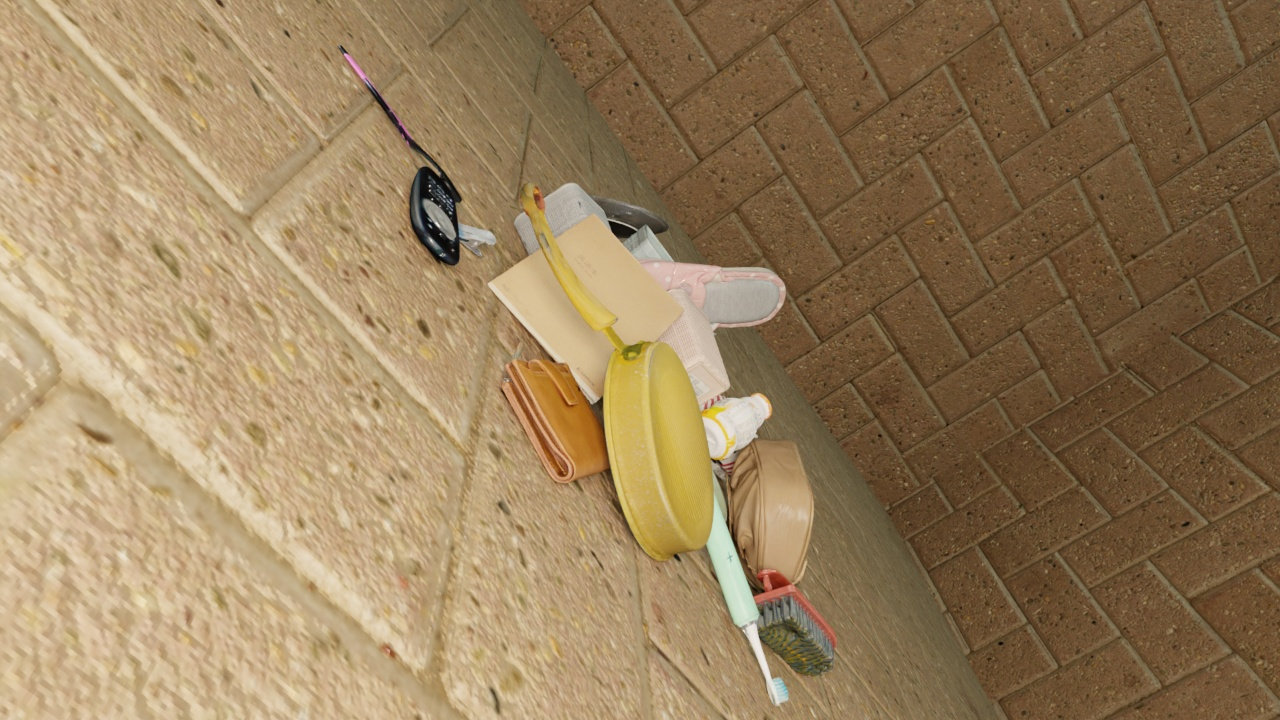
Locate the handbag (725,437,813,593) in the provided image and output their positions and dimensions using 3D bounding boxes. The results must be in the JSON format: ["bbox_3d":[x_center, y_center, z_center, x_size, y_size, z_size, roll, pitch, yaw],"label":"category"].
[{"bbox_3d":[0.147,0.175,1.081,0.204,0.100,0.148,-78,171,-76],"label":"handbag"}]

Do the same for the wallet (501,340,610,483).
[{"bbox_3d":[-0.069,0.044,0.766,0.119,0.035,0.130,64,12,7],"label":"wallet"}]

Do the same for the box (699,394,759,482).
[{"bbox_3d":[0.104,0.098,1.190,0.162,0.086,0.075,51,16,-33],"label":"box"}]

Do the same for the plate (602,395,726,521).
[{"bbox_3d":[0.022,0.087,1.022,0.230,0.027,0.230,53,12,-17],"label":"plate"}]

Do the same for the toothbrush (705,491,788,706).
[{"bbox_3d":[0.093,0.221,0.889,0.027,0.027,0.224,125,-51,-59],"label":"toothbrush"}]

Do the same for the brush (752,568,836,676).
[{"bbox_3d":[0.166,0.281,0.984,0.146,0.063,0.069,49,27,-37],"label":"brush"}]

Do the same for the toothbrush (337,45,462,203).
[{"bbox_3d":[-0.233,-0.224,0.879,0.189,0.018,0.014,52,11,-1],"label":"toothbrush"}]

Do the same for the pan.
[{"bbox_3d":[-0.018,0.008,0.816,0.197,0.078,0.357,-53,129,-69],"label":"pan"}]

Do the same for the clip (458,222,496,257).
[{"bbox_3d":[-0.159,-0.117,0.855,0.057,0.028,0.024,23,32,-52],"label":"clip"}]

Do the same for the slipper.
[{"bbox_3d":[0.061,-0.073,1.144,0.274,0.114,0.054,0,36,-22],"label":"slipper"}]

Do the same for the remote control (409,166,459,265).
[{"bbox_3d":[-0.177,-0.122,0.783,0.053,0.024,0.136,50,14,-36],"label":"remote control"}]

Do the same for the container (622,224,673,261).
[{"bbox_3d":[-0.010,-0.103,1.205,0.090,0.111,0.090,51,12,-20],"label":"container"}]

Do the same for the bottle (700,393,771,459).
[{"bbox_3d":[0.112,0.074,1.102,0.108,0.063,0.063,-26,80,-39],"label":"bottle"}]

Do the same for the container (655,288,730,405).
[{"bbox_3d":[0.043,-0.006,1.077,0.090,0.090,0.110,44,21,-46],"label":"container"}]

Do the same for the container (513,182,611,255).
[{"bbox_3d":[-0.075,-0.123,1.056,0.090,0.090,0.114,37,25,-56],"label":"container"}]

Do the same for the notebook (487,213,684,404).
[{"bbox_3d":[-0.048,-0.061,0.933,0.149,0.012,0.210,48,37,-3],"label":"notebook"}]

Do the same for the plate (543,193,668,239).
[{"bbox_3d":[-0.051,-0.191,1.258,0.179,0.180,0.024,26,75,-68],"label":"plate"}]
